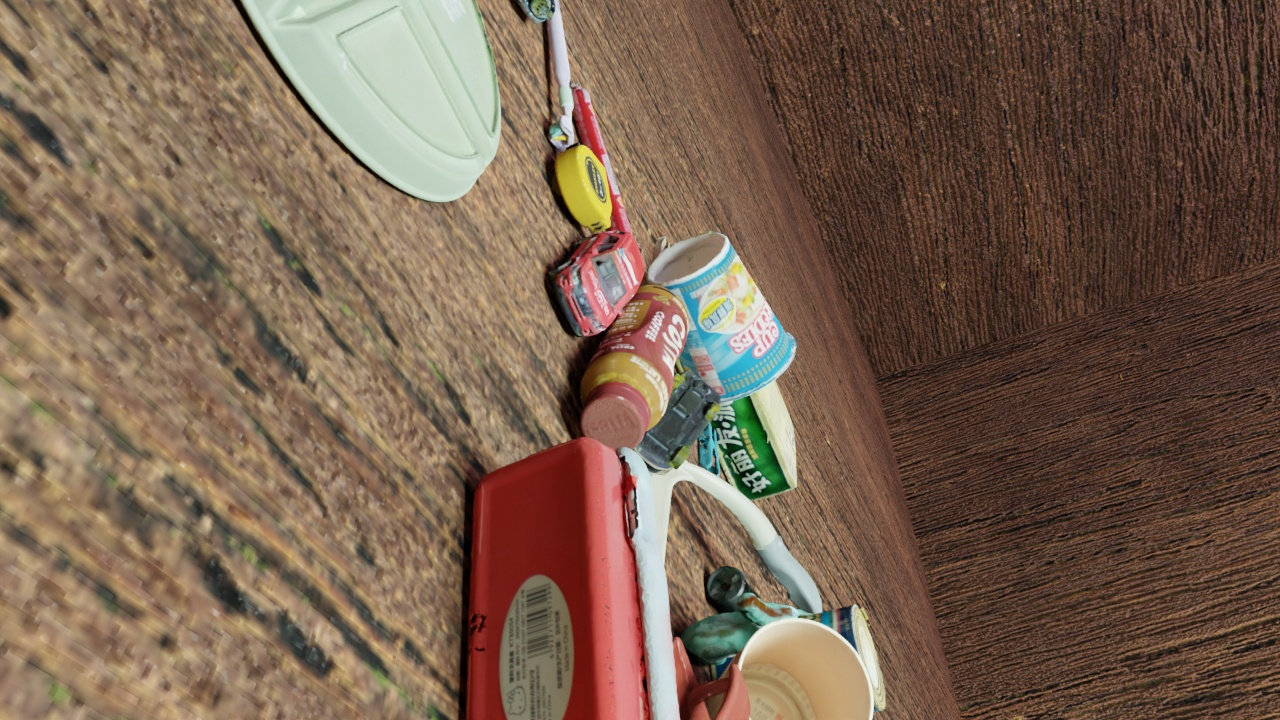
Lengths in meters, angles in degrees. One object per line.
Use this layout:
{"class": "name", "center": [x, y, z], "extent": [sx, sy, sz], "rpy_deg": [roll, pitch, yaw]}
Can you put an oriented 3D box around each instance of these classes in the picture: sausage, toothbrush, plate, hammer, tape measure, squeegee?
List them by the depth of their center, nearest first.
{"class": "plate", "center": [-0.134, -0.193, 0.467], "extent": [0.229, 0.027, 0.230], "rpy_deg": [-17, 90, -73]}
{"class": "tape measure", "center": [-0.044, -0.128, 0.675], "extent": [0.057, 0.029, 0.060], "rpy_deg": [42, 34, -60]}
{"class": "squeegee", "center": [0.083, 0.132, 0.695], "extent": [0.246, 0.039, 0.245], "rpy_deg": [47, 27, -28]}
{"class": "toothbrush", "center": [-0.068, -0.239, 0.735], "extent": [0.029, 0.021, 0.188], "rpy_deg": [112, -24, -51]}
{"class": "sausage", "center": [-0.032, -0.157, 0.759], "extent": [0.020, 0.020, 0.156], "rpy_deg": [-7, 80, -73]}
{"class": "hammer", "center": [0.126, 0.258, 0.807], "extent": [0.301, 0.033, 0.128], "rpy_deg": [55, 23, -44]}

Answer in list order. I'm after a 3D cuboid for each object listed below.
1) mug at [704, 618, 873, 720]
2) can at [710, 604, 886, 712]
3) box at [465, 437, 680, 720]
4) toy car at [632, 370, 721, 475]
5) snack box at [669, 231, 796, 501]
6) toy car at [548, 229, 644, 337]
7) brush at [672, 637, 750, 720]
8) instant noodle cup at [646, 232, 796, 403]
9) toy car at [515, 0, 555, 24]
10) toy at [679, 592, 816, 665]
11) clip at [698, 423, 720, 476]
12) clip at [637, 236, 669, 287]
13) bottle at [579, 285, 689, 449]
{"class": "mug", "center": [0.092, 0.230, 0.564], "extent": [0.106, 0.081, 0.114], "rpy_deg": [107, -35, -55]}
{"class": "can", "center": [0.116, 0.227, 0.671], "extent": [0.075, 0.111, 0.075], "rpy_deg": [-18, 90, -73]}
{"class": "box", "center": [-0.020, 0.133, 0.376], "extent": [0.068, 0.091, 0.201], "rpy_deg": [41, 34, -45]}
{"class": "toy car", "center": [0.023, 0.046, 0.646], "extent": [0.042, 0.035, 0.090], "rpy_deg": [36, 45, 5]}
{"class": "snack box", "center": [0.083, 0.007, 0.876], "extent": [0.114, 0.063, 0.240], "rpy_deg": [-74, 143, -61]}
{"class": "toy car", "center": [-0.027, -0.058, 0.634], "extent": [0.053, 0.045, 0.120], "rpy_deg": [65, 21, -18]}
{"class": "brush", "center": [0.014, 0.195, 0.458], "extent": [0.145, 0.069, 0.063], "rpy_deg": [-27, 98, -73]}
{"class": "instant noodle cup", "center": [0.058, -0.038, 0.731], "extent": [0.110, 0.099, 0.099], "rpy_deg": [60, 21, -27]}
{"class": "toy car", "center": [-0.096, -0.303, 0.688], "extent": [0.105, 0.031, 0.048], "rpy_deg": [56, 22, -45]}
{"class": "toy", "center": [0.069, 0.178, 0.612], "extent": [0.096, 0.092, 0.030], "rpy_deg": [47, 29, -48]}
{"class": "clip", "center": [0.060, 0.078, 0.818], "extent": [0.041, 0.014, 0.056], "rpy_deg": [55, 23, -45]}
{"class": "clip", "center": [0.010, -0.057, 0.770], "extent": [0.064, 0.034, 0.098], "rpy_deg": [47, 35, -55]}
{"class": "bottle", "center": [-0.004, 0.004, 0.618], "extent": [0.174, 0.057, 0.057], "rpy_deg": [-70, 139, -64]}
